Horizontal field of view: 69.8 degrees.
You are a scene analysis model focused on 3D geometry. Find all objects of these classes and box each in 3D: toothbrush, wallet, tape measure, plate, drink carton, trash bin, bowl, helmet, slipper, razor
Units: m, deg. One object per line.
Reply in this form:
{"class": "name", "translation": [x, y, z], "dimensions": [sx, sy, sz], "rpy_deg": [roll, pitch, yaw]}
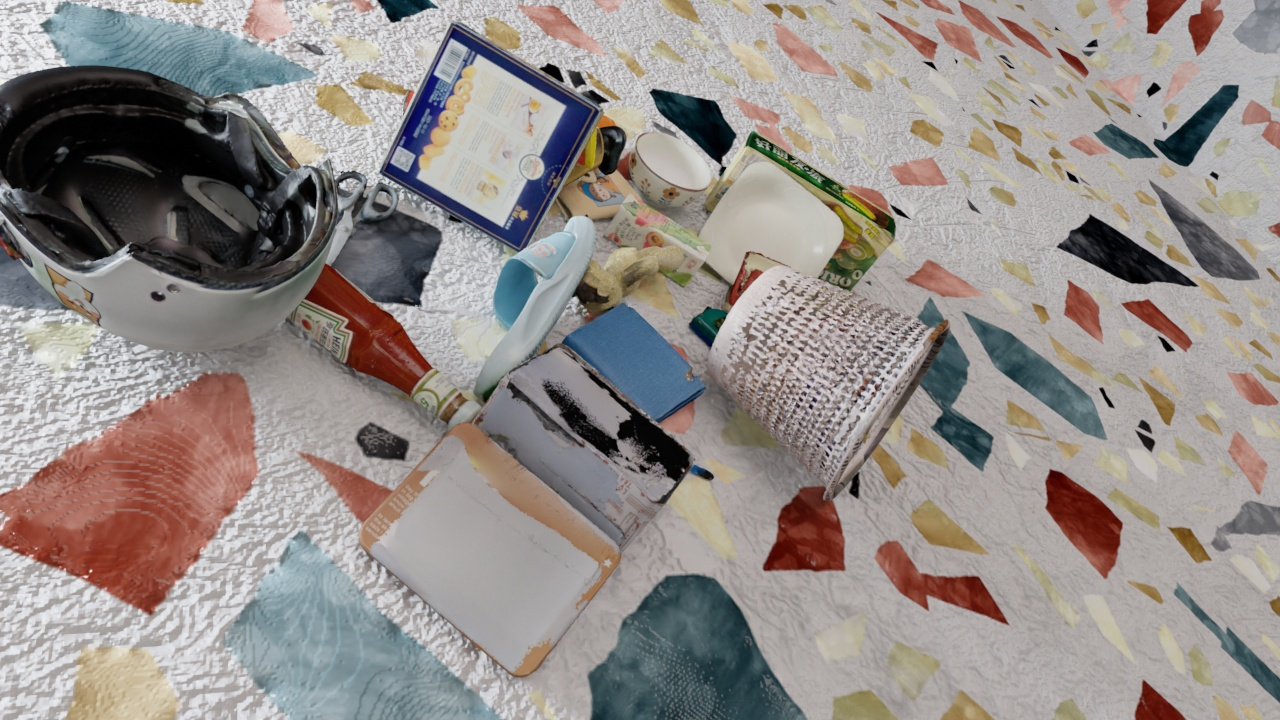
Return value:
{"class": "toothbrush", "translation": [-0.006, 0.078, 0.923], "dimensions": [0.189, 0.016, 0.014], "rpy_deg": [27, 49, -11]}
{"class": "wallet", "translation": [-0.061, -0.213, 1.154], "dimensions": [0.115, 0.024, 0.087], "rpy_deg": [-16, 66, -36]}
{"class": "tape measure", "translation": [0.092, -0.038, 1.090], "dimensions": [0.058, 0.025, 0.054], "rpy_deg": [44, 43, 9]}
{"class": "plate", "translation": [0.166, -0.158, 1.198], "dimensions": [0.163, 0.034, 0.164], "rpy_deg": [37, 81, -6]}
{"class": "wallet", "translation": [-0.006, 0.006, 0.974], "dimensions": [0.106, 0.040, 0.133], "rpy_deg": [-31, 73, -38]}
{"class": "drink carton", "translation": [0.022, -0.148, 1.125], "dimensions": [0.122, 0.054, 0.045], "rpy_deg": [31, 41, -6]}
{"class": "trash bin", "translation": [0.188, 0.007, 0.990], "dimensions": [0.192, 0.228, 0.226], "rpy_deg": [35, 39, 19]}
{"class": "bowl", "translation": [0.030, -0.243, 1.214], "dimensions": [0.113, 0.062, 0.113], "rpy_deg": [19, 44, -20]}
{"class": "helmet", "translation": [-0.382, -0.104, 0.738], "dimensions": [0.274, 0.157, 0.229], "rpy_deg": [29, 42, 9]}
{"class": "slipper", "translation": [-0.115, -0.057, 0.917], "dimensions": [0.074, 0.104, 0.244], "rpy_deg": [29, 48, -5]}
{"class": "razor", "translation": [-0.083, -0.234, 1.112], "dimensions": [0.167, 0.062, 0.068], "rpy_deg": [-41, 122, -34]}

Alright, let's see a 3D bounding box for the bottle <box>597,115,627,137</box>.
{"class": "bottle", "translation": [-0.071, -0.300, 1.205], "dimensions": [0.149, 0.067, 0.066], "rpy_deg": [-12, 59, -49]}

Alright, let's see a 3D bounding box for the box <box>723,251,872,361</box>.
{"class": "box", "translation": [0.195, -0.074, 1.118], "dimensions": [0.168, 0.080, 0.091], "rpy_deg": [23, 24, 1]}

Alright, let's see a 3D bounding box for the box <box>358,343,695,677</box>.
{"class": "box", "translation": [-0.081, 0.110, 0.776], "dimensions": [0.179, 0.126, 0.272], "rpy_deg": [40, 46, 5]}

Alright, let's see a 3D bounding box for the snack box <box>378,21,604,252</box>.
{"class": "snack box", "translation": [-0.161, -0.238, 0.995], "dimensions": [0.182, 0.178, 0.045], "rpy_deg": [30, 15, -8]}

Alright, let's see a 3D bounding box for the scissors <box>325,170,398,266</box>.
{"class": "scissors", "translation": [-0.291, -0.131, 0.931], "dimensions": [0.135, 0.014, 0.174], "rpy_deg": [-4, 54, -35]}

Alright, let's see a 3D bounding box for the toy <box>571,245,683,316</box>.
{"class": "toy", "translation": [-0.013, -0.097, 1.046], "dimensions": [0.105, 0.066, 0.156], "rpy_deg": [12, 31, 40]}

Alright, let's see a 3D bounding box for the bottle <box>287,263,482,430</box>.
{"class": "bottle", "translation": [-0.230, -0.007, 0.823], "dimensions": [0.206, 0.060, 0.059], "rpy_deg": [39, 41, 3]}

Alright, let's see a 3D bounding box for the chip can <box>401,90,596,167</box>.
{"class": "chip can", "translation": [-0.158, -0.265, 1.048], "dimensions": [0.216, 0.073, 0.073], "rpy_deg": [5, 46, -2]}

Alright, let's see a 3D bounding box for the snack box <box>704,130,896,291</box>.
{"class": "snack box", "translation": [0.219, -0.201, 1.258], "dimensions": [0.240, 0.115, 0.063], "rpy_deg": [29, 39, -6]}

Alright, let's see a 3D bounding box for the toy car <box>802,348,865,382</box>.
{"class": "toy car", "translation": [0.237, 0.003, 1.136], "dimensions": [0.090, 0.035, 0.042], "rpy_deg": [21, 23, -9]}
